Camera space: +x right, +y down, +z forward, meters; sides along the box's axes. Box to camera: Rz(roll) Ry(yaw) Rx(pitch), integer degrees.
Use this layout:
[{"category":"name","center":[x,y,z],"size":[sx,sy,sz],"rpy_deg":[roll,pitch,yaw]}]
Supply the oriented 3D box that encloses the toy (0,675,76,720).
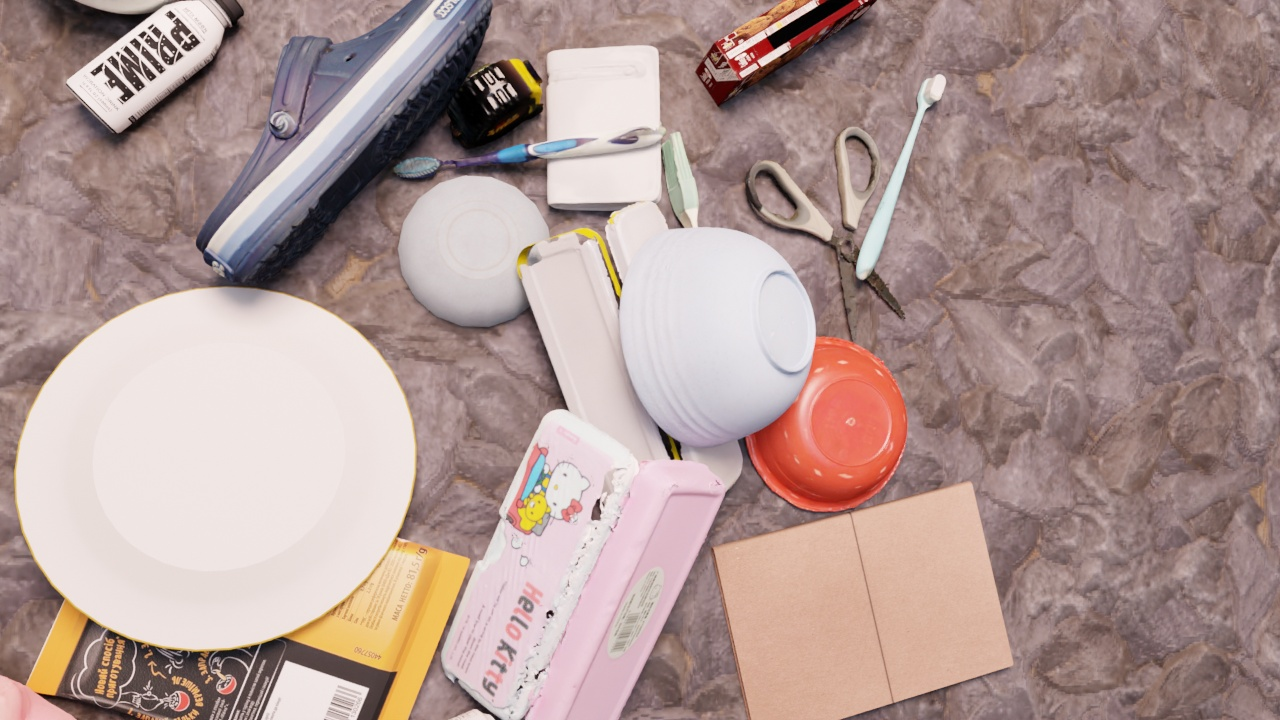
[{"category":"toy","center":[-0.316,0.277,0.525],"size":[0.213,0.084,0.142],"rpy_deg":[38,100,-2]}]

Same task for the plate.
[{"category":"plate","center":[-0.255,0.059,0.565],"size":[0.229,0.021,0.229],"rpy_deg":[5,72,-15]}]

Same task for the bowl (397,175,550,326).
[{"category":"bowl","center":[-0.111,-0.078,0.623],"size":[0.106,0.039,0.106],"rpy_deg":[1,85,-12]}]

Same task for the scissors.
[{"category":"scissors","center":[0.146,-0.103,0.692],"size":[0.169,0.013,0.157],"rpy_deg":[23,80,-13]}]

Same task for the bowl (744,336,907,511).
[{"category":"bowl","center":[0.142,0.045,0.663],"size":[0.130,0.045,0.130],"rpy_deg":[1,85,-12]}]

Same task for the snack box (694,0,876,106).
[{"category":"snack box","center":[0.111,-0.244,0.677],"size":[0.140,0.051,0.032],"rpy_deg":[-34,93,-13]}]

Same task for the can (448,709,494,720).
[{"category":"can","center":[-0.145,0.269,0.556],"size":[0.131,0.070,0.070],"rpy_deg":[-15,88,-28]}]

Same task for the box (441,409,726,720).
[{"category":"box","center":[-0.041,0.139,0.599],"size":[0.100,0.103,0.201],"rpy_deg":[11,106,-52]}]

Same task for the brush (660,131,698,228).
[{"category":"brush","center":[0.046,-0.054,0.659],"size":[0.012,0.033,0.217],"rpy_deg":[-13,90,-13]}]

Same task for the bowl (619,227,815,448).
[{"category":"bowl","center":[0.064,-0.020,0.592],"size":[0.150,0.075,0.150],"rpy_deg":[13,73,-46]}]

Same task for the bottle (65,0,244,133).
[{"category":"bottle","center":[-0.307,-0.198,0.591],"size":[0.116,0.041,0.041],"rpy_deg":[-45,95,-12]}]

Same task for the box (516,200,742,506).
[{"category":"box","center":[-0.003,0.003,0.630],"size":[0.084,0.079,0.210],"rpy_deg":[-13,103,28]}]

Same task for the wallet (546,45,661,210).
[{"category":"wallet","center":[-0.026,-0.164,0.655],"size":[0.086,0.032,0.116],"rpy_deg":[3,87,-1]}]

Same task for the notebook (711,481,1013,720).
[{"category":"notebook","center":[0.166,0.182,0.675],"size":[0.209,0.008,0.141],"rpy_deg":[-12,88,-13]}]

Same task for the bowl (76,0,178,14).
[{"category":"bowl","center":[-0.331,-0.272,0.579],"size":[0.116,0.066,0.116],"rpy_deg":[1,85,-12]}]

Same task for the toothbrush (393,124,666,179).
[{"category":"toothbrush","center":[-0.076,-0.144,0.629],"size":[0.189,0.017,0.016],"rpy_deg":[-9,91,-1]}]

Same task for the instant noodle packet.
[{"category":"instant noodle packet","center":[-0.241,0.164,0.578],"size":[0.220,0.032,0.159],"rpy_deg":[22,83,-9]}]

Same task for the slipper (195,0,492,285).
[{"category":"slipper","center":[-0.193,-0.161,0.578],"size":[0.095,0.105,0.252],"rpy_deg":[39,79,-7]}]

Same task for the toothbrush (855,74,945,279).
[{"category":"toothbrush","center":[0.197,-0.141,0.698],"size":[0.016,0.017,0.180],"rpy_deg":[28,77,-19]}]

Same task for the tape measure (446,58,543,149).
[{"category":"tape measure","center":[-0.100,-0.176,0.621],"size":[0.067,0.063,0.038],"rpy_deg":[-35,93,-11]}]
